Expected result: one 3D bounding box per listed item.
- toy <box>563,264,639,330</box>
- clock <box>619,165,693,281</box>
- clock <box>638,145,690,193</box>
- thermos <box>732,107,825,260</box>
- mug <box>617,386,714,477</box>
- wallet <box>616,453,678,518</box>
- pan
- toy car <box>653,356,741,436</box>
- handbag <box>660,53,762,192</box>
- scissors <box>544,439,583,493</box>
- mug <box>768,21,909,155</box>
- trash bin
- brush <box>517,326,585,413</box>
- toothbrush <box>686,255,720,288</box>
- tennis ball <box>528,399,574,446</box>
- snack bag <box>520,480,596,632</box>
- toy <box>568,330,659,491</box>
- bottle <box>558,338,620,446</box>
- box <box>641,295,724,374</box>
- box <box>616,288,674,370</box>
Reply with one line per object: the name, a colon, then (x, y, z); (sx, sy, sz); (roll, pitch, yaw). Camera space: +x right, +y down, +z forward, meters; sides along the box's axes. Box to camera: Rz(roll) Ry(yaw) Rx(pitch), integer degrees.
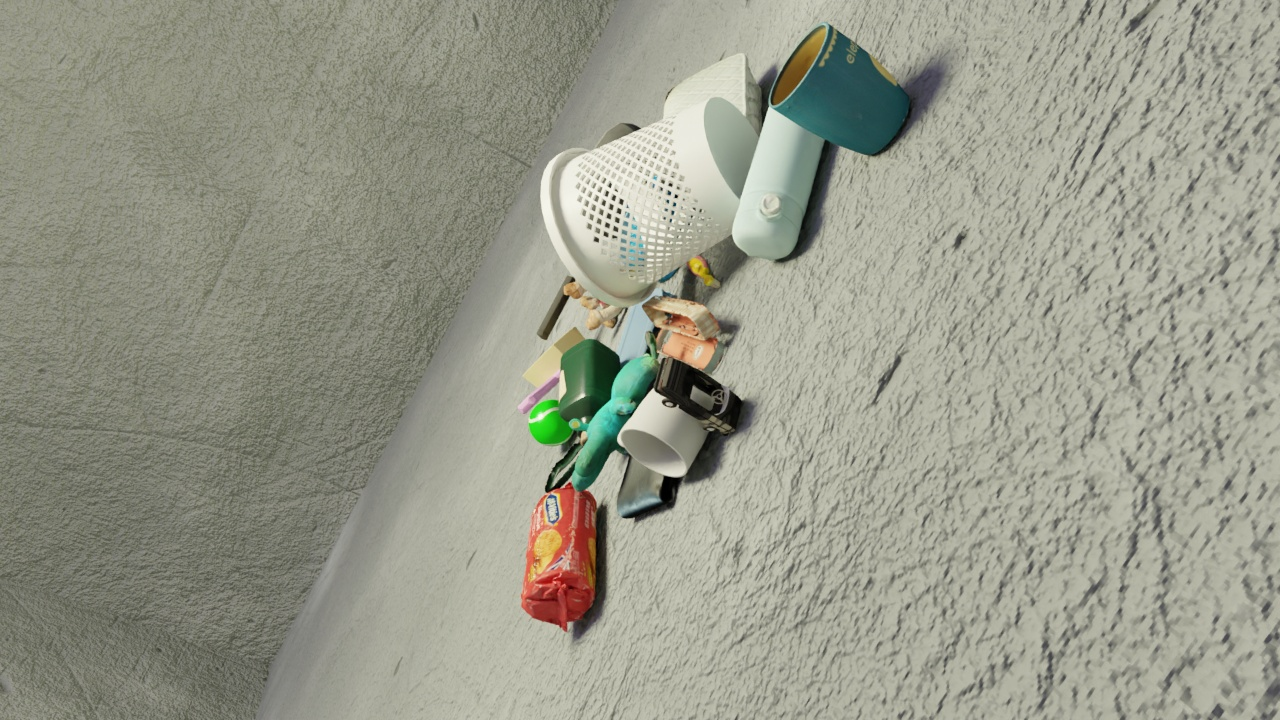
toy: (-0.042, -0.096, 1.316); (0.106, 0.074, 0.085); (-39, 56, 10)
clock: (0.019, -0.184, 1.217); (0.117, 0.060, 0.161); (-27, 55, 57)
clock: (0.045, -0.283, 1.304); (0.158, 0.073, 0.121); (-51, 22, 30)
thermos: (0.145, -0.196, 0.923); (0.078, 0.065, 0.206); (91, -164, -65)
mug: (0.023, 0.056, 0.888); (0.107, 0.071, 0.089); (-9, 40, 51)
wallet: (0.015, 0.101, 0.939); (0.089, 0.026, 0.114); (-34, 35, 54)
pan: (-0.062, -0.188, 1.369); (0.356, 0.041, 0.178); (-63, -25, -12)
toy car: (0.054, 0.031, 0.825); (0.037, 0.092, 0.040); (-22, 44, 49)
handbag: (0.090, -0.300, 1.173); (0.139, 0.072, 0.194); (-21, 38, 25)
scissors: (-0.071, 0.077, 1.212); (0.202, 0.015, 0.201); (-52, 23, 18)
mug: (0.182, -0.244, 0.829); (0.085, 0.104, 0.112); (-52, 19, 32)
trash bin: (0.029, -0.185, 1.020); (0.200, 0.195, 0.195); (-22, 41, 34)
brush: (-0.130, 0.016, 1.292); (0.089, 0.043, 0.228); (-44, 2, 23)
toothbrush: (0.073, -0.106, 1.084); (0.021, 0.016, 0.135); (-61, 16, 13)
tennis ball: (-0.122, 0.086, 1.270); (0.066, 0.065, 0.065); (-53, 21, 30)
snack bag: (-0.087, 0.208, 0.993); (0.082, 0.082, 0.176); (-54, 20, 27)
toy: (-0.025, 0.054, 1.009); (0.192, 0.072, 0.131); (-57, -8, -28)
bottle: (-0.059, 0.044, 1.080); (0.061, 0.061, 0.131); (-33, 41, 30)
box: (0.046, -0.031, 1.014); (0.048, 0.085, 0.187); (-27, 12, -11)
box: (-0.004, 0.008, 1.128); (0.066, 0.037, 0.209); (-13, 54, 52)
